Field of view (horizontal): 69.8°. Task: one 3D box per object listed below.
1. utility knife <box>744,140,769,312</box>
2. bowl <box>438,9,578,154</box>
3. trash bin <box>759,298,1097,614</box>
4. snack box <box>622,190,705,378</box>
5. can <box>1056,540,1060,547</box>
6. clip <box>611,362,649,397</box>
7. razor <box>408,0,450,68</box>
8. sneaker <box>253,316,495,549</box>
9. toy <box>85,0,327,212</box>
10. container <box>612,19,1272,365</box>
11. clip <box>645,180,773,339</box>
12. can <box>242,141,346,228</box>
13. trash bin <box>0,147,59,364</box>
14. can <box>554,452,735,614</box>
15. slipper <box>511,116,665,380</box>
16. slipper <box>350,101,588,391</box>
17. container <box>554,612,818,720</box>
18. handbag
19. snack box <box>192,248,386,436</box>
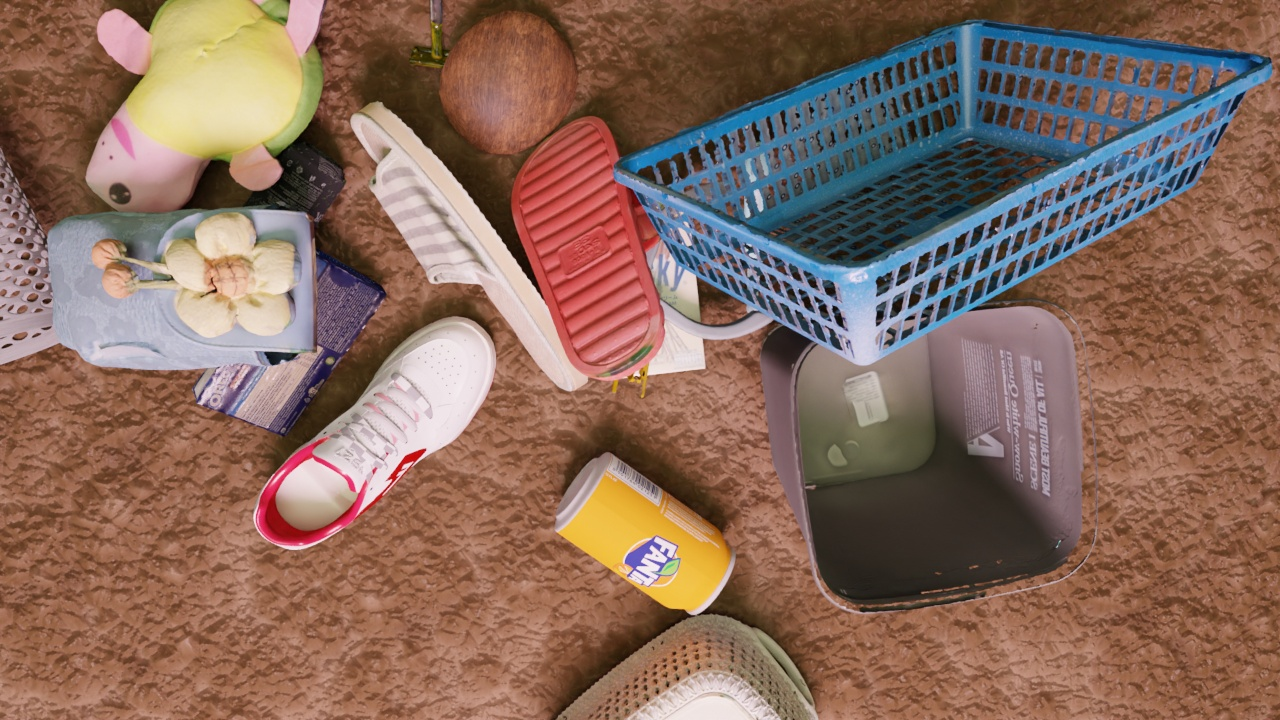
[{"bbox_3d":[0.096,-0.110,0.775,0.022,0.015,0.147,0,101,-5],"label":"utility knife"},{"bbox_3d":[-0.101,-0.217,0.724,0.114,0.026,0.102,-44,117,2],"label":"bowl"},{"bbox_3d":[0.191,0.049,0.697,0.197,0.220,0.197,-8,98,-3],"label":"trash bin"},{"bbox_3d":[0.006,-0.063,0.768,0.082,0.026,0.150,-8,99,-1],"label":"snack box"},{"bbox_3d":[0.345,0.116,0.800,0.055,0.055,0.101,-4,98,-3],"label":"can"},{"bbox_3d":[-0.004,0.005,0.745,0.046,0.048,0.054,16,100,40],"label":"clip"},{"bbox_3d":[-0.156,-0.274,0.701,0.042,0.026,0.106,8,136,-3],"label":"razor"},{"bbox_3d":[-0.212,0.063,0.732,0.236,0.104,0.090,-40,99,2],"label":"sneaker"},{"bbox_3d":[-0.324,-0.202,0.695,0.190,0.087,0.238,41,95,3],"label":"toy"},{"bbox_3d":[0.196,-0.129,0.630,0.361,0.257,0.089,-26,124,-20],"label":"container"},{"bbox_3d":[0.043,-0.046,0.743,0.173,0.030,0.164,-39,96,5],"label":"clip"},{"bbox_3d":[-0.291,-0.108,0.728,0.054,0.054,0.138,36,95,-8],"label":"can"},{"bbox_3d":[-0.524,-0.085,0.667,0.156,0.156,0.183,-21,96,-1],"label":"trash bin"},{"bbox_3d":[0.003,0.146,0.770,0.142,0.079,0.079,36,94,-8],"label":"can"},{"bbox_3d":[-0.033,-0.083,0.695,0.104,0.059,0.248,-26,55,15],"label":"slipper"},{"bbox_3d":[-0.136,-0.078,0.719,0.054,0.115,0.272,-43,102,-19],"label":"slipper"},{"bbox_3d":[0.031,0.343,0.768,0.251,0.143,0.184,-38,85,2],"label":"container"},{"bbox_3d":[-0.325,-0.054,0.646,0.192,0.118,0.122,0,90,4],"label":"handbag"},{"bbox_3d":[-0.281,-0.016,0.736,0.082,0.027,0.150,34,94,-40],"label":"snack box"}]
